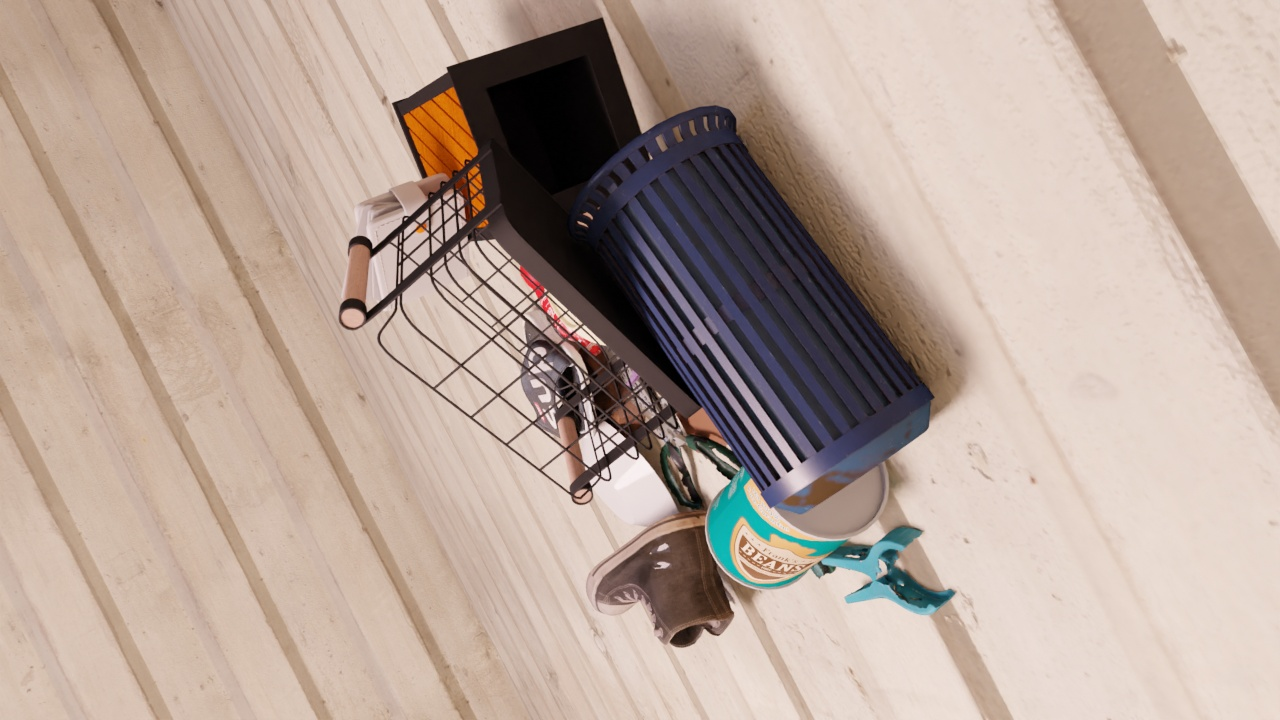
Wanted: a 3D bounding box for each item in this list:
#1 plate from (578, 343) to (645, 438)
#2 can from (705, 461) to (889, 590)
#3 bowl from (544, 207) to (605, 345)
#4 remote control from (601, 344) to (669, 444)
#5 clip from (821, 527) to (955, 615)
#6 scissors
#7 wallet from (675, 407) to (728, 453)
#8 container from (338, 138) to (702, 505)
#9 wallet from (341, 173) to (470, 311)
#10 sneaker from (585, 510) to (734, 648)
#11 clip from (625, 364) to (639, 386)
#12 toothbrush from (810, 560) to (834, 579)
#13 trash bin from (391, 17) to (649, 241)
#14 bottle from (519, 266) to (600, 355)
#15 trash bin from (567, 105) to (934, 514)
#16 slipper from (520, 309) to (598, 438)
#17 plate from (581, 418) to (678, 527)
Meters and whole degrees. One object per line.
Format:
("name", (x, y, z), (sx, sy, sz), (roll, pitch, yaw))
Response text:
("plate", (-0.042, 0.039, 1.056), (0.131, 0.025, 0.131), (45, 151, 34))
("can", (0.117, 0.113, 0.720), (0.099, 0.099, 0.144), (55, 155, 17))
("bowl", (-0.046, -0.075, 0.887), (0.151, 0.075, 0.151), (46, 150, 35))
("remote control", (-0.001, 0.031, 0.978), (0.136, 0.013, 0.033), (58, 155, 11))
("clip", (0.183, 0.150, 0.718), (0.130, 0.030, 0.120), (4, 123, 62))
("scissors", (0.063, 0.107, 0.910), (0.206, 0.015, 0.202), (29, 150, 42))
("wallet", (0.045, 0.032, 0.888), (0.121, 0.013, 0.088), (61, 156, 0))
("container", (-0.081, -0.024, 0.671), (0.241, 0.130, 0.162), (43, -165, -32))
("wallet", (-0.207, -0.096, 0.791), (0.037, 0.115, 0.119), (49, 153, 28))
("sneaker", (0.018, 0.265, 1.015), (0.235, 0.095, 0.119), (-43, 54, 44))
("clip", (-0.006, 0.005, 0.949), (0.050, 0.013, 0.029), (-39, 80, 43))
("toothbrush", (0.117, 0.108, 0.817), (0.189, 0.017, 0.016), (60, 157, 6))
("trash bin", (-0.106, -0.192, 0.807), (0.172, 0.139, 0.140), (11, 124, 61))
("bottle", (-0.087, -0.063, 1.021), (0.141, 0.041, 0.042), (55, 155, 17))
("trash bin", (0.076, -0.029, 0.616), (0.249, 0.139, 0.140), (56, 155, 12))
("slipper", (-0.109, 0.019, 1.067), (0.263, 0.063, 0.111), (-129, 29, -60))
("plate", (-0.025, 0.144, 1.073), (0.174, 0.036, 0.174), (44, 159, 21))
